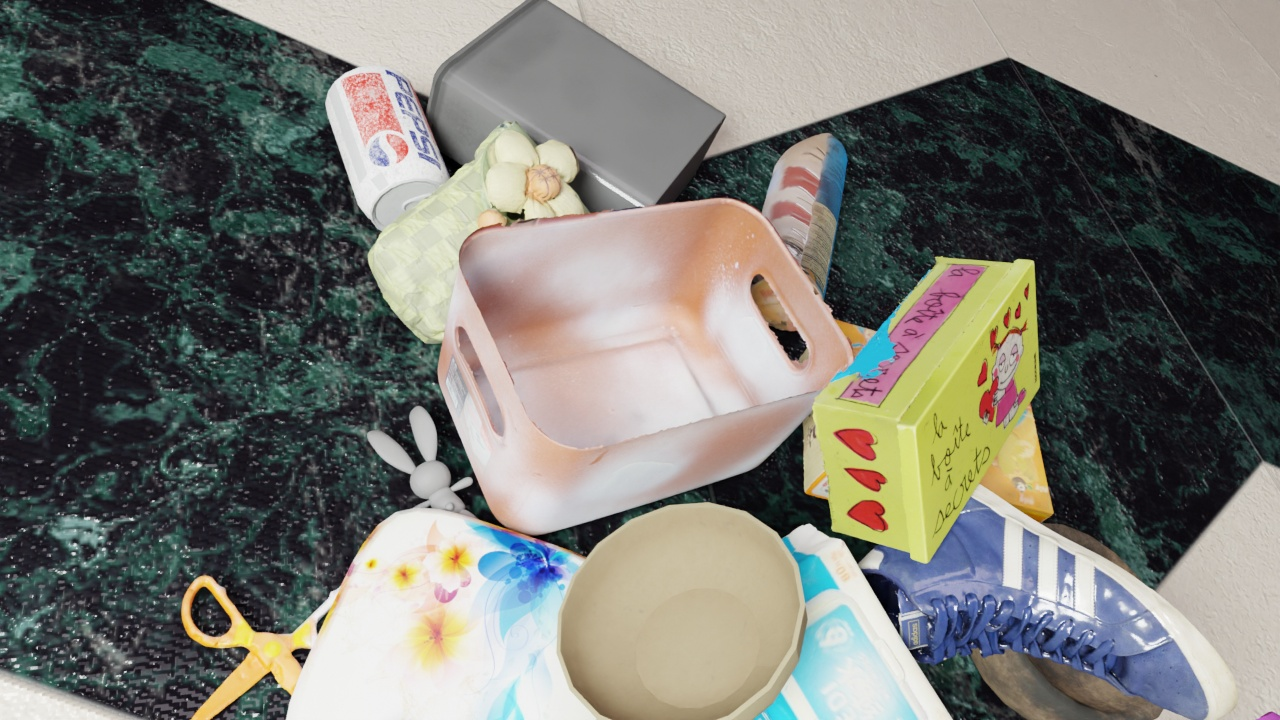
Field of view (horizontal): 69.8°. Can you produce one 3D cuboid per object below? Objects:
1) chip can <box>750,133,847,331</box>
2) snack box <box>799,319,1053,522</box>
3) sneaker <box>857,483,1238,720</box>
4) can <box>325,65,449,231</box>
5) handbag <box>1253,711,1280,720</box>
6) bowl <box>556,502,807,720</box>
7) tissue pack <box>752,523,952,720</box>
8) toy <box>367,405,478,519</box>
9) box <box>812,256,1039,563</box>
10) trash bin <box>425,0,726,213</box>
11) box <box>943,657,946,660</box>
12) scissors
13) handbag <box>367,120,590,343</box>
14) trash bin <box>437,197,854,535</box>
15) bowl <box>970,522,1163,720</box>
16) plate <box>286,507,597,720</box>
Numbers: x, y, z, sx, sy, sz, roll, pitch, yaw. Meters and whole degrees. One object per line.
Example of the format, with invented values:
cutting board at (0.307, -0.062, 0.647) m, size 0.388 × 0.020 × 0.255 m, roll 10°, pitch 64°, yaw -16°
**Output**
chip can at (0.156, -0.135, 0.907) m, size 0.080 × 0.080 × 0.228 m, roll 23°, pitch 50°, yaw -6°
snack box at (0.236, 0.064, 0.789) m, size 0.195 × 0.081 × 0.144 m, roll 15°, pitch 52°, yaw -11°
sneaker at (0.250, 0.179, 0.614) m, size 0.118 × 0.091 × 0.233 m, roll -30°, pitch 49°, yaw -22°
can at (-0.214, -0.179, 0.781) m, size 0.078 × 0.078 × 0.136 m, roll -10°, pitch 60°, yaw -28°
handbag at (0.370, 0.280, 0.628) m, size 0.144 × 0.170 × 0.068 m, roll -6°, pitch 58°, yaw -26°
bowl at (0.028, 0.163, 0.557) m, size 0.152 × 0.050 × 0.152 m, roll -13°, pitch 43°, yaw 13°
tissue pack at (0.125, 0.217, 0.612) m, size 0.116 × 0.066 × 0.209 m, roll -28°, pitch 81°, yaw -22°
toy at (-0.148, 0.085, 0.648) m, size 0.049 × 0.030 × 0.111 m, roll -30°, pitch 75°, yaw -20°
box at (0.214, 0.026, 0.665) m, size 0.082 × 0.124 × 0.220 m, roll 9°, pitch 36°, yaw 37°
trash bin at (-0.059, -0.221, 0.866) m, size 0.220 × 0.098 × 0.191 m, roll 33°, pitch 50°, yaw 1°
box at (0.154, 0.188, 0.691) m, size 0.186 × 0.060 × 0.057 m, roll 14°, pitch 20°, yaw -14°
scissors at (-0.224, 0.175, 0.562) m, size 0.125 × 0.011 × 0.129 m, roll 48°, pitch 55°, yaw 8°
handbag at (-0.116, -0.099, 0.712) m, size 0.186 × 0.117 × 0.113 m, roll -47°, pitch 107°, yaw -21°
trash bin at (-0.004, 0.004, 0.685) m, size 0.259 × 0.158 × 0.181 m, roll -14°, pitch 62°, yaw -29°
bowl at (0.326, 0.215, 0.723) m, size 0.162 × 0.070 × 0.162 m, roll 11°, pitch 52°, yaw -15°
plate at (-0.107, 0.187, 0.570) m, size 0.187 × 0.016 × 0.186 m, roll 19°, pitch 56°, yaw -2°
